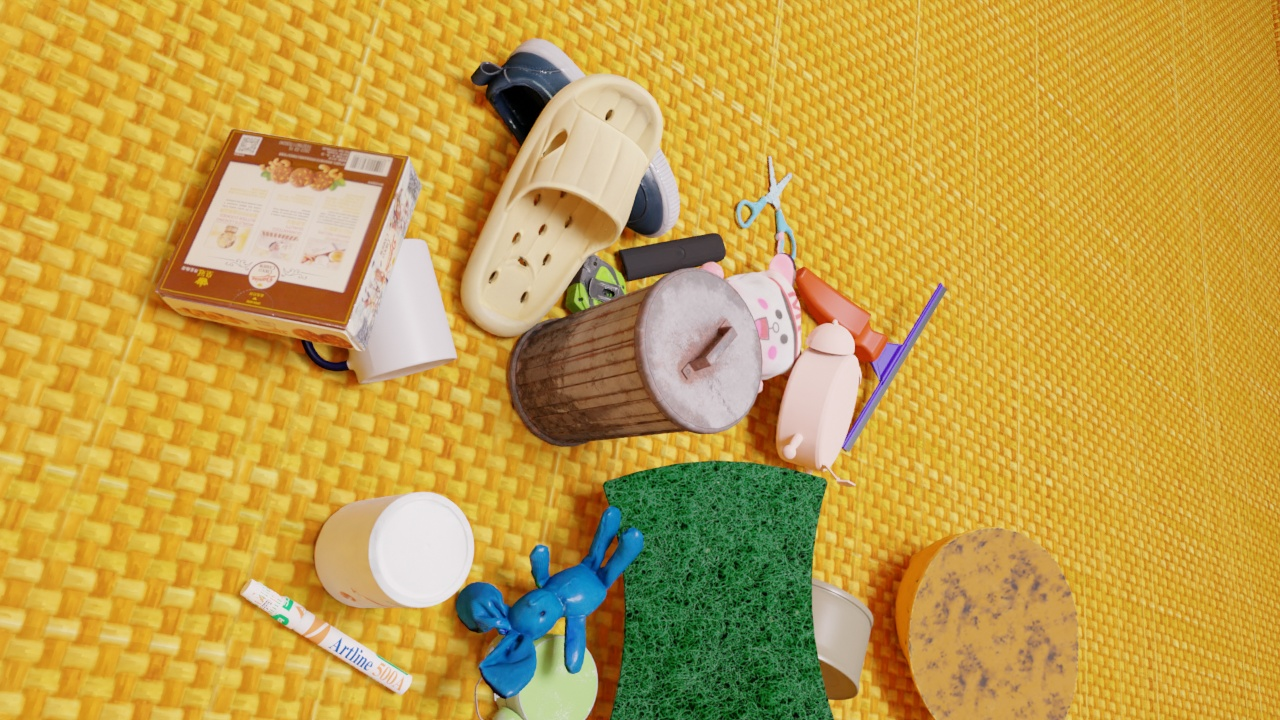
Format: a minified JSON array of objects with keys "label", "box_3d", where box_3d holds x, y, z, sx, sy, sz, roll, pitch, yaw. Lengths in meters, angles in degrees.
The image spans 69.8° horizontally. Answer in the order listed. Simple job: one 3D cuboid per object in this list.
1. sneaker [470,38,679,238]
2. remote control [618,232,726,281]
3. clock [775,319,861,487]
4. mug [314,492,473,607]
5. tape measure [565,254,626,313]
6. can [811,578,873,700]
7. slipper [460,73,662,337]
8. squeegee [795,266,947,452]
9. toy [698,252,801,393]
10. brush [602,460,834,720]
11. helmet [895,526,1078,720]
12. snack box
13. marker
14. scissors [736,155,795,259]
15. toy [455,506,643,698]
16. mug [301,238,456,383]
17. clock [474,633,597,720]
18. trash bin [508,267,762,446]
[{"label":"sneaker","box_3d":[-0.058,-0.199,0.874,0.235,0.089,0.087,45,52,-14]},{"label":"remote control","box_3d":[0.034,-0.111,0.970,0.146,0.015,0.033,-16,89,-40]},{"label":"clock","box_3d":[0.203,0.052,0.990,0.131,0.086,0.160,53,49,-60]},{"label":"mug","box_3d":[-0.183,0.140,0.677,0.082,0.106,0.082,11,72,-37]},{"label":"tape measure","box_3d":[-0.040,-0.066,0.886,0.058,0.036,0.065,20,67,-35]},{"label":"can","box_3d":[0.159,0.272,0.904,0.128,0.128,0.073,40,55,-24]},{"label":"slipper","box_3d":[-0.064,-0.136,0.798,0.111,0.079,0.261,33,88,-26]},{"label":"squeegee","box_3d":[0.246,-0.046,1.098,0.185,0.055,0.249,41,75,-24]},{"label":"toy","box_3d":[0.096,-0.034,0.957,0.212,0.084,0.142,-15,92,-38]},{"label":"brush","box_3d":[0.067,0.217,0.807,0.195,0.075,0.250,-1,77,3]},{"label":"helmet","box_3d":[0.381,0.306,1.068,0.205,0.131,0.255,-16,95,-9]},{"label":"snack box","box_3d":[-0.251,-0.090,0.668,0.143,0.041,0.146,10,68,6]},{"label":"marker","box_3d":[-0.231,0.206,0.680,0.145,0.017,0.017,43,56,-23]},{"label":"scissors","box_3d":[0.147,-0.184,1.084,0.119,0.015,0.138,5,70,-39]},{"label":"toy","box_3d":[-0.075,0.189,0.743,0.175,0.113,0.071,-36,143,-30]},{"label":"mug","box_3d":[-0.212,-0.034,0.724,0.111,0.079,0.097,-15,88,-12]},{"label":"clock","box_3d":[-0.085,0.270,0.765,0.119,0.043,0.094,-2,80,-38]},{"label":"trash bin","box_3d":[-0.005,0.005,0.779,0.130,0.212,0.130,9,76,-39]}]
